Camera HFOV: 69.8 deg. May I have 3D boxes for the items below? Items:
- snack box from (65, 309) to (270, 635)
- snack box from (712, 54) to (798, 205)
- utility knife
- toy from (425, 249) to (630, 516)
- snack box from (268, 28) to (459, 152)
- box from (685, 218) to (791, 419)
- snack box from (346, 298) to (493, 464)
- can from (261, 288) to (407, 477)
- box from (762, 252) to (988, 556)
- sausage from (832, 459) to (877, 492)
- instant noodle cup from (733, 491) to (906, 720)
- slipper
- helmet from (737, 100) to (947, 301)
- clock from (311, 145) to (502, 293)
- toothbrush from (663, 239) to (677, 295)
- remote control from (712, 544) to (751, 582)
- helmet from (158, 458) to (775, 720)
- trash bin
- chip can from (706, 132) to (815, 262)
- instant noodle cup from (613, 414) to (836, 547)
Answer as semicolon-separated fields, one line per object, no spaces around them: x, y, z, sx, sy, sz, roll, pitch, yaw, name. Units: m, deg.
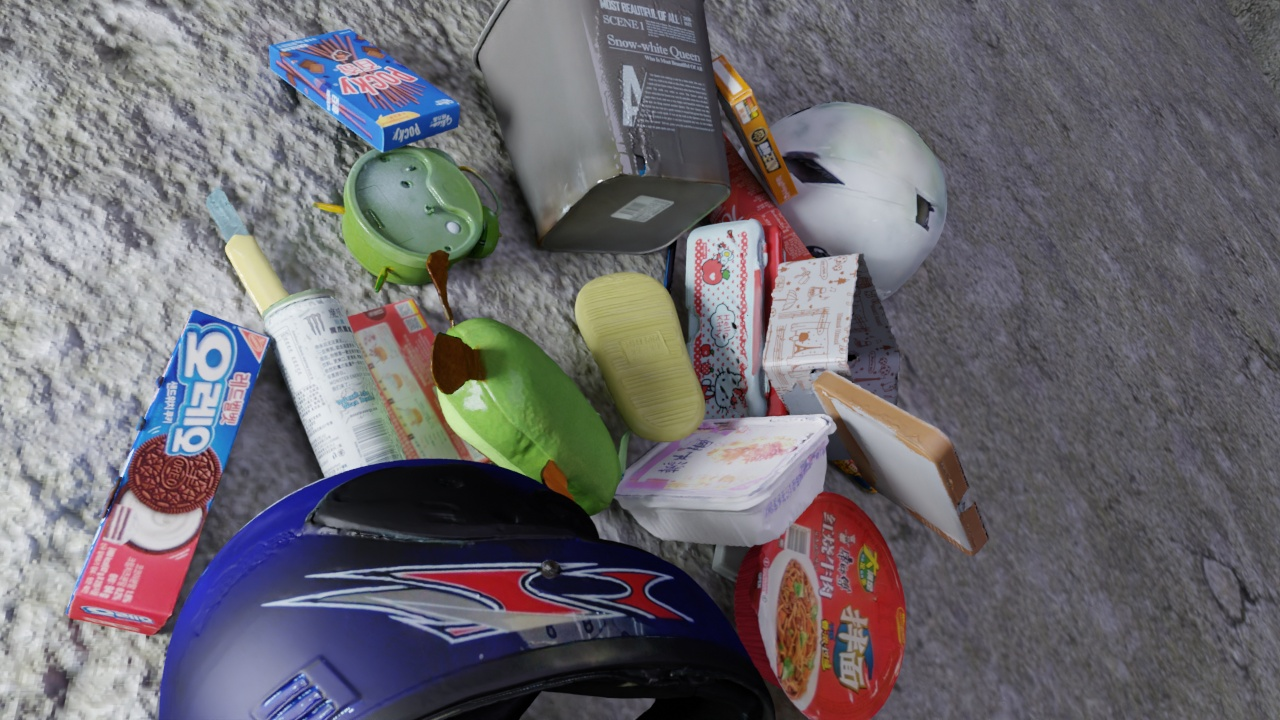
-0.305;0.067;0.601;0.058;0.057;0.207;22;53;-25;snack box
0.114;-0.233;0.936;0.154;0.026;0.075;50;12;-49;snack box
-0.284;-0.053;0.708;0.030;0.020;0.195;-28;89;-41;utility knife
-0.089;0.038;0.696;0.247;0.090;0.226;51;6;-34;toy
-0.242;-0.240;0.802;0.157;0.026;0.084;37;45;21;snack box
0.093;-0.031;0.894;0.102;0.095;0.201;-2;77;12;box
-0.180;0.027;0.726;0.075;0.026;0.153;-24;79;-40;snack box
-0.222;0.024;0.668;0.058;0.058;0.146;-20;82;-39;can
0.198;0.041;0.816;0.179;0.130;0.272;53;14;-44;box
0.188;0.082;0.936;0.165;0.022;0.021;40;49;-7;sausage
0.145;0.211;0.786;0.193;0.066;0.193;14;69;-39;instant noodle cup
-0.005;0.005;0.821;0.091;0.082;0.190;-7;51;-19;slipper
0.250;-0.204;1.060;0.258;0.146;0.228;27;52;-17;helmet
-0.186;-0.127;0.792;0.160;0.056;0.116;-33;85;-41;clock
0.030;-0.085;0.936;0.016;0.014;0.189;24;52;-21;toothbrush
0.102;0.142;0.847;0.056;0.019;0.134;27;52;-17;remote control
-0.107;0.175;0.542;0.314;0.248;0.240;-2;29;-27;helmet
-0.029;-0.233;0.874;0.198;0.199;0.219;-2;71;-34;trash bin
0.103;-0.170;0.993;0.073;0.073;0.216;-28;82;-40;chip can
0.071;0.103;0.766;0.137;0.174;0.060;-35;108;-41;instant noodle cup
